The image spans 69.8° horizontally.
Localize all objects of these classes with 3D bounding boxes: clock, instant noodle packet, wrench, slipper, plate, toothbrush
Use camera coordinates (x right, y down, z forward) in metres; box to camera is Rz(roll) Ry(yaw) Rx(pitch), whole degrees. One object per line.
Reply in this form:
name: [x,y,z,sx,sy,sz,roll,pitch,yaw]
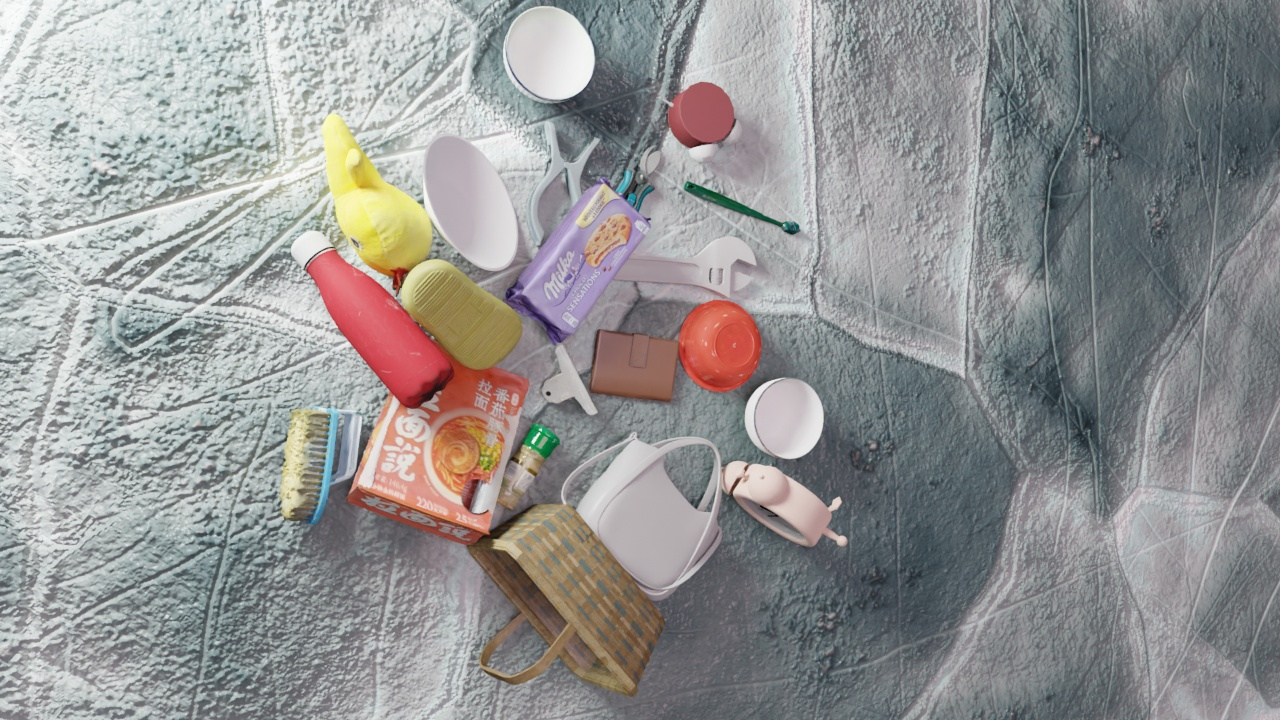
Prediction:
clock: [0.197,0.189,1.259,0.160,0.131,0.086,33,77,-18]
instant noodle packet: [-0.237,0.092,1.117,0.164,0.084,0.220,24,62,-18]
clock: [0.088,-0.328,1.266,0.087,0.044,0.124,-38,103,-18]
wrench: [0.034,-0.135,1.257,0.273,0.018,0.086,3,88,-21]
slipper: [-0.224,-0.060,1.103,0.091,0.081,0.190,-53,141,-6]
plate: [-0.216,-0.186,1.113,0.174,0.036,0.173,42,39,-46]
toothbrush: [0.147,-0.216,1.304,0.189,0.017,0.016,17,83,-22]

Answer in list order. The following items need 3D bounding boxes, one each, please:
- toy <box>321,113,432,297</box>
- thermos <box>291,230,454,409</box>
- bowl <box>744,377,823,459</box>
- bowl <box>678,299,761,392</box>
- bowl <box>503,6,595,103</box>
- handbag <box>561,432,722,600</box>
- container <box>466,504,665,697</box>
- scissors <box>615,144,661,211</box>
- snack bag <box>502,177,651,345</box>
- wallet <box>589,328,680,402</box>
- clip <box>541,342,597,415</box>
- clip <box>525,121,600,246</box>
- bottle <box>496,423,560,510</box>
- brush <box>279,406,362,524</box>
toy: [-0.308,-0.180,1.051,0.092,0.134,0.207,-35,105,-13]
thermos: [-0.316,-0.053,1.062,0.073,0.073,0.240,-40,86,-18]
bowl: [0.195,0.081,1.296,0.113,0.063,0.113,0,89,-22]
bowl: [0.120,-0.021,1.276,0.130,0.045,0.130,0,90,-22]
bowl: [-0.122,-0.382,1.170,0.118,0.062,0.118,0,90,-23]
handbag: [0.027,0.183,1.213,0.222,0.096,0.216,-47,108,-22]
container: [-0.111,0.314,1.121,0.185,0.158,0.250,-45,105,-28]
scissors: [-0.011,-0.221,1.239,0.130,0.019,0.150,-15,94,-24]
snack bag: [-0.081,-0.128,1.168,0.096,0.058,0.205,40,84,-31]
wallet: [-0.007,0.007,1.240,0.120,0.013,0.087,8,91,-22]
clip: [-0.096,0.030,1.199,0.057,0.054,0.102,-40,106,-54]
clip: [-0.119,-0.229,1.189,0.106,0.028,0.163,18,82,-22]
bottle: [-0.147,0.136,1.166,0.043,0.043,0.111,37,77,-18]
brush: [-0.371,0.123,1.069,0.075,0.055,0.136,10,85,-44]
